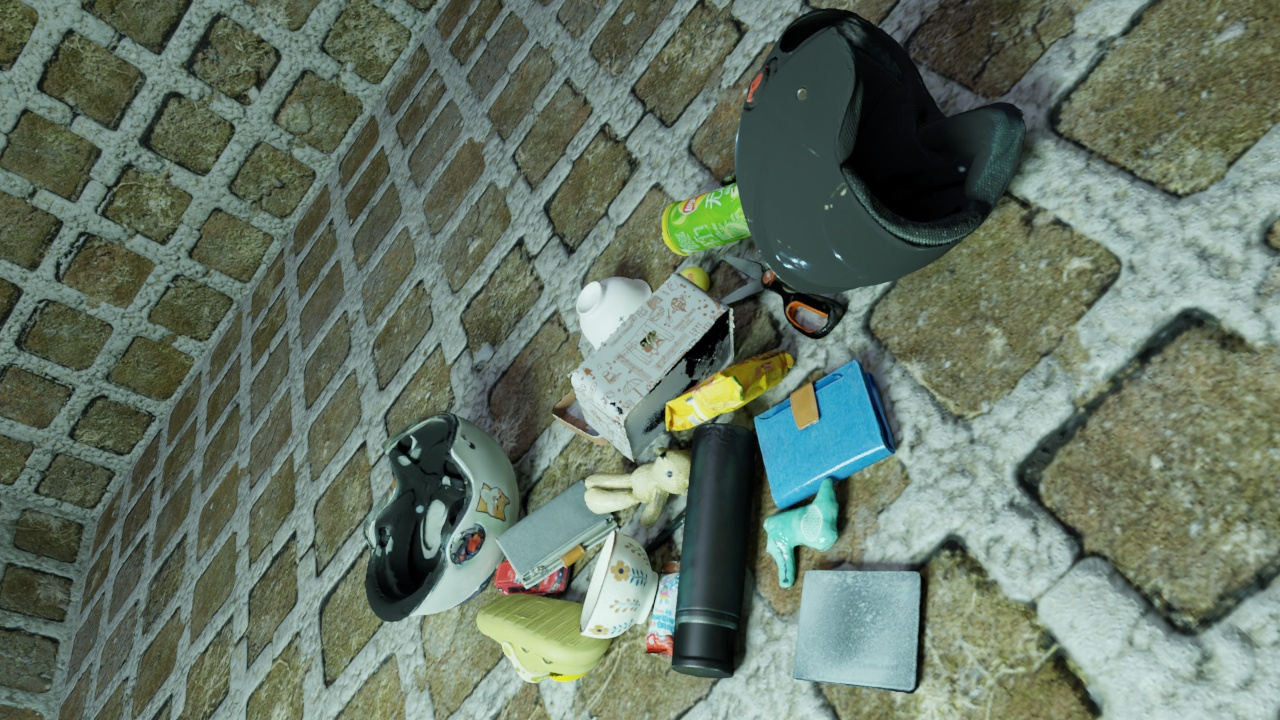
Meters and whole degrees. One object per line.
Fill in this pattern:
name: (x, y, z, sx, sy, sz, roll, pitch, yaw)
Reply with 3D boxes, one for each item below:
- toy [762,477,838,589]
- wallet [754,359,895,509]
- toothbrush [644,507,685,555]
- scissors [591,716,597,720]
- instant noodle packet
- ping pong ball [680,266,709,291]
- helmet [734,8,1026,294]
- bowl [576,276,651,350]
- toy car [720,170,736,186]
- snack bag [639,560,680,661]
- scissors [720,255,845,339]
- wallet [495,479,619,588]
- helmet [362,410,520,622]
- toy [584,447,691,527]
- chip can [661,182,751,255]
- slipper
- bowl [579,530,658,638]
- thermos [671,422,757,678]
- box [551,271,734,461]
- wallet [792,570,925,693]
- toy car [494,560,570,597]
toy: (0.151, 0.165, 0.865, 0.092, 0.030, 0.096, -25, 56, 46)
wallet: (0.175, 0.072, 0.892, 0.133, 0.040, 0.106, -34, 47, 32)
toothbrush: (0.013, 0.203, 1.020, 0.181, 0.018, 0.015, -45, 30, 19)
scissors: (-0.100, 0.460, 0.987, 0.163, 0.014, 0.165, -13, 55, 44)
instant noodle packet: (0.089, 0.030, 0.959, 0.111, 0.128, 0.044, -31, 86, 37)
ping pong ball: (0.066, -0.097, 1.139, 0.040, 0.040, 0.040, -30, 45, 36)
helmet: (0.202, -0.198, 0.877, 0.231, 0.233, 0.274, -46, 41, 45)
bowl: (-0.047, -0.071, 1.242, 0.119, 0.064, 0.118, -31, 44, 36)
toy car: (0.140, -0.225, 1.135, 0.091, 0.042, 0.035, -8, 38, 55)
snack bag: (0.028, 0.259, 0.952, 0.045, 0.026, 0.105, -23, 47, 50)
scissors: (0.162, -0.091, 1.032, 0.221, 0.021, 0.224, -40, 41, 26)
wallet: (-0.099, 0.211, 1.102, 0.129, 0.037, 0.106, -33, 35, -13)
helmet: (-0.250, 0.210, 1.222, 0.231, 0.156, 0.273, -9, 70, 47)
toy: (0.002, 0.136, 1.035, 0.158, 0.066, 0.104, -18, 35, 34)
chip can: (0.123, -0.181, 1.099, 0.222, 0.072, 0.072, -9, 60, 48)
slipper: (-0.108, 0.320, 1.046, 0.191, 0.091, 0.081, 4, 109, 42)
bowl: (-0.019, 0.244, 0.974, 0.113, 0.062, 0.113, -162, 93, -85)
thermos: (0.068, 0.189, 0.921, 0.090, 0.068, 0.242, 139, 145, -59)
box: (0.002, 0.016, 1.053, 0.179, 0.130, 0.273, -45, 3, -16)
wallet: (0.186, 0.229, 0.786, 0.121, 0.019, 0.097, -13, 59, 45)
toy car: (-0.135, 0.267, 1.135, 0.121, 0.045, 0.052, -18, 54, 41)
